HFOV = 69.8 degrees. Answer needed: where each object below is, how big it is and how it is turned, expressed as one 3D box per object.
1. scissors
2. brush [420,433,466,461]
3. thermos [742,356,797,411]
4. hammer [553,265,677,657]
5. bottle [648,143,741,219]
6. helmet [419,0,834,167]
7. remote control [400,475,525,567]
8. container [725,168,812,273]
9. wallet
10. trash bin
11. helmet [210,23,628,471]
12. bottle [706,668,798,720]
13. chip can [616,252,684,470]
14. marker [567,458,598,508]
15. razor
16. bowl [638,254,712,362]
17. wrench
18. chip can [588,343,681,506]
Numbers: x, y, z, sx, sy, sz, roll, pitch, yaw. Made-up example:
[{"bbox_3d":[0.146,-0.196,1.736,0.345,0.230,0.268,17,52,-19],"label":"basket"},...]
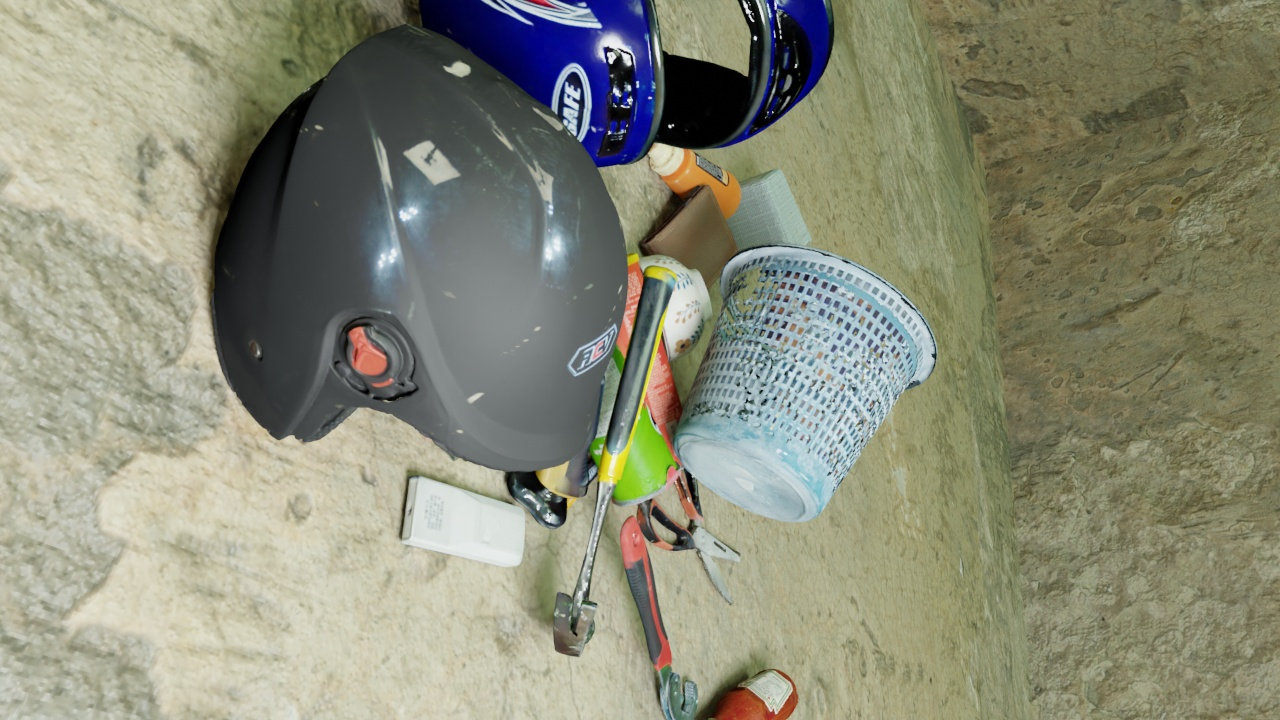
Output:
[{"bbox_3d":[0.056,0.181,0.998,0.188,0.015,0.226,-18,95,-60],"label":"scissors"},{"bbox_3d":[-0.112,0.024,0.732,0.073,0.063,0.145,49,28,10],"label":"brush"},{"bbox_3d":[0.148,0.082,1.137,0.241,0.069,0.090,-51,126,-53],"label":"thermos"},{"bbox_3d":[-0.020,0.078,0.749,0.126,0.032,0.323,89,15,-81],"label":"hammer"},{"bbox_3d":[0.059,-0.222,1.106,0.149,0.067,0.066,28,56,-43],"label":"bottle"},{"bbox_3d":[-0.034,-0.270,0.735,0.239,0.315,0.248,-40,156,-29],"label":"helmet"},{"bbox_3d":[-0.131,0.124,0.698,0.125,0.024,0.049,30,54,-51],"label":"remote control"},{"bbox_3d":[0.165,-0.192,1.244,0.089,0.090,0.111,-42,113,-56],"label":"container"},{"bbox_3d":[0.059,-0.133,1.073,0.124,0.032,0.101,-49,126,-30],"label":"wallet"},{"bbox_3d":[0.136,0.034,0.869,0.226,0.227,0.194,52,60,-37],"label":"trash bin"},{"bbox_3d":[-0.121,-0.064,0.580,0.275,0.231,0.232,39,32,9],"label":"helmet"},{"bbox_3d":[0.101,0.379,0.964,0.205,0.060,0.059,0,80,-57],"label":"bottle"},{"bbox_3d":[-0.005,0.005,0.901,0.073,0.073,0.216,-35,109,-58],"label":"chip can"},{"bbox_3d":[-0.053,0.110,0.842,0.123,0.015,0.018,-42,122,-59],"label":"marker"},{"bbox_3d":[-0.064,0.063,0.727,0.067,0.168,0.062,7,41,-14],"label":"razor"},{"bbox_3d":[0.037,-0.060,0.953,0.113,0.062,0.113,160,-89,-86],"label":"bowl"},{"bbox_3d":[0.017,0.253,0.854,0.056,0.016,0.274,-59,142,-47],"label":"wrench"},{"bbox_3d":[-0.043,0.014,0.822,0.236,0.072,0.072,64,33,-15],"label":"chip can"}]
